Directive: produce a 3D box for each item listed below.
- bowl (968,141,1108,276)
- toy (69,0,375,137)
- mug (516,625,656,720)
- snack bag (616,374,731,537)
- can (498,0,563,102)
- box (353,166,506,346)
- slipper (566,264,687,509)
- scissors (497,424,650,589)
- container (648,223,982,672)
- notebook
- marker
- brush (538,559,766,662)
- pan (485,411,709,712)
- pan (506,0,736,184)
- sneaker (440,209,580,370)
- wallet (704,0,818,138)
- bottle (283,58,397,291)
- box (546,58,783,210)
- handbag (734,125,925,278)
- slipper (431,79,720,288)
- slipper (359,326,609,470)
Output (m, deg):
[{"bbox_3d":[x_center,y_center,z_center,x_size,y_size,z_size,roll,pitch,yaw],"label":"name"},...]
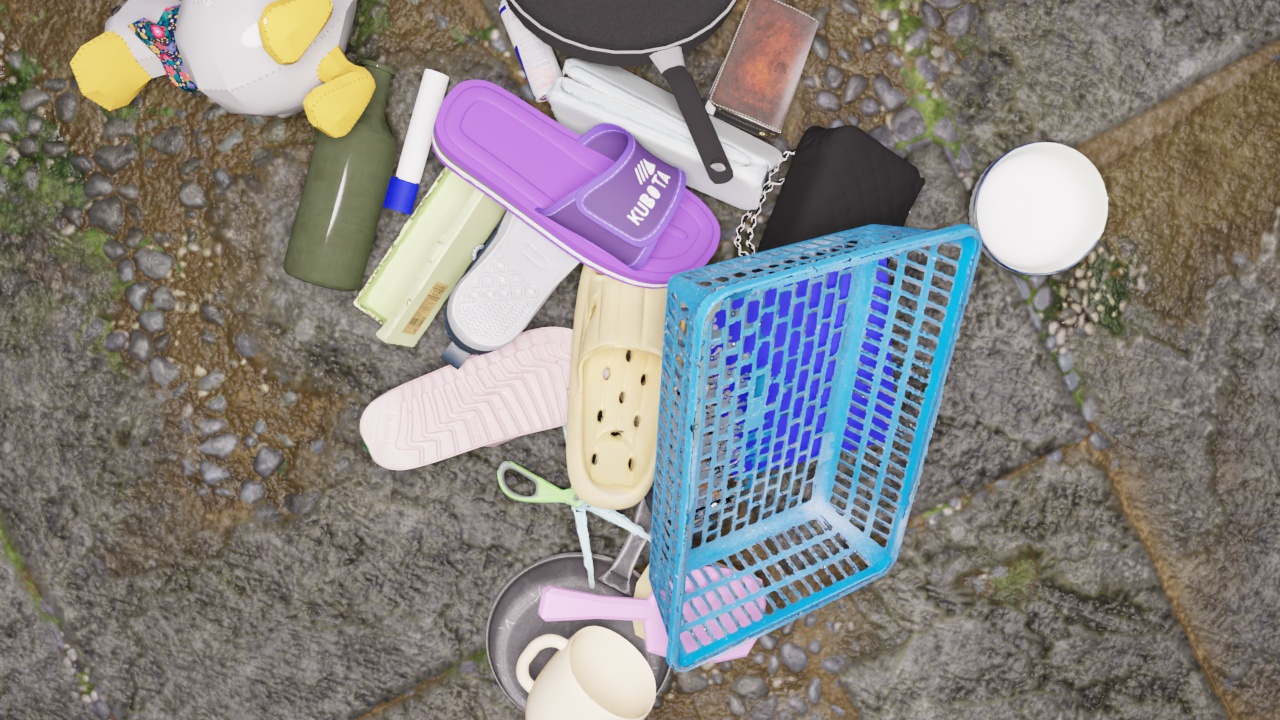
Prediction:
[{"bbox_3d":[0.354,-0.136,0.840,0.118,0.062,0.118,0,96,2],"label":"bowl"},{"bbox_3d":[-0.346,-0.288,0.800,0.268,0.141,0.246,26,64,31],"label":"toy"},{"bbox_3d":[-0.061,0.303,0.831,0.120,0.096,0.100,38,114,0],"label":"mug"},{"bbox_3d":[0.023,0.083,0.865,0.074,0.018,0.155,-24,75,5],"label":"snack bag"},{"bbox_3d":[-0.100,-0.289,0.848,0.032,0.032,0.095,-22,95,3],"label":"can"},{"bbox_3d":[-0.196,-0.110,0.851,0.083,0.091,0.188,36,92,15],"label":"box"},{"bbox_3d":[-0.005,0.005,0.826,0.111,0.079,0.261,10,82,-18],"label":"slipper"},{"bbox_3d":[-0.057,0.125,0.874,0.171,0.025,0.159,24,80,13],"label":"scissors"},{"bbox_3d":[0.119,0.061,0.746,0.256,0.089,0.363,-16,127,-27],"label":"container"},{"bbox_3d":[0.140,0.010,0.826,0.171,0.022,0.209,-14,126,1],"label":"notebook"},{"bbox_3d":[-0.211,-0.205,0.863,0.027,0.023,0.133,19,96,21],"label":"marker"},{"bbox_3d":[0.010,0.225,0.843,0.228,0.043,0.089,11,91,-26],"label":"brush"},{"bbox_3d":[-0.021,0.207,0.891,0.187,0.055,0.357,28,99,-2],"label":"pan"},{"bbox_3d":[0.005,-0.298,0.785,0.225,0.034,0.356,-18,75,-9],"label":"pan"},{"bbox_3d":[-0.105,-0.096,0.837,0.089,0.088,0.235,36,67,-11],"label":"sneaker"},{"bbox_3d":[0.112,-0.268,0.832,0.072,0.019,0.123,23,76,-5],"label":"wallet"},{"bbox_3d":[-0.268,-0.170,0.843,0.071,0.071,0.207,17,95,-1],"label":"bottle"},{"bbox_3d":[0.015,-0.191,0.815,0.215,0.122,0.083,31,119,10],"label":"box"},{"bbox_3d":[0.175,-0.125,0.846,0.125,0.115,0.153,18,92,-24],"label":"handbag"},{"bbox_3d":[-0.045,-0.157,0.774,0.266,0.084,0.107,29,67,-10],"label":"slipper"},{"bbox_3d":[-0.142,0.035,0.865,0.239,0.064,0.094,-19,91,-11],"label":"slipper"}]
